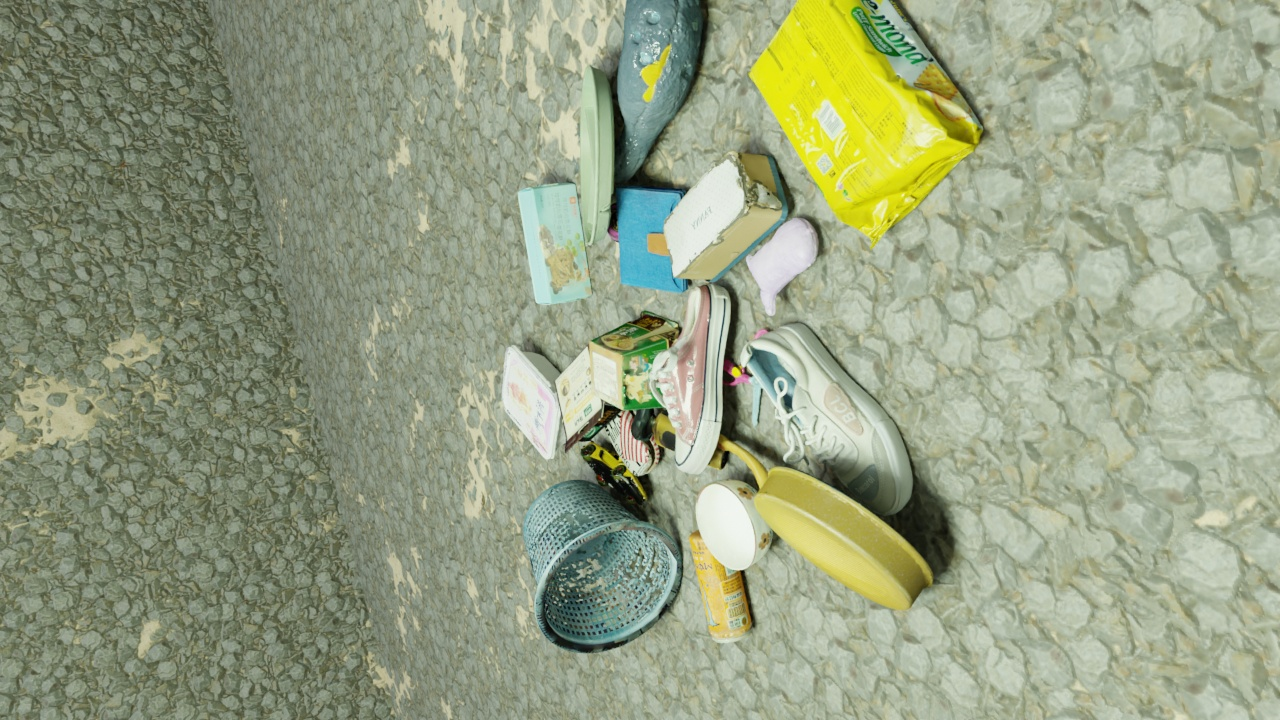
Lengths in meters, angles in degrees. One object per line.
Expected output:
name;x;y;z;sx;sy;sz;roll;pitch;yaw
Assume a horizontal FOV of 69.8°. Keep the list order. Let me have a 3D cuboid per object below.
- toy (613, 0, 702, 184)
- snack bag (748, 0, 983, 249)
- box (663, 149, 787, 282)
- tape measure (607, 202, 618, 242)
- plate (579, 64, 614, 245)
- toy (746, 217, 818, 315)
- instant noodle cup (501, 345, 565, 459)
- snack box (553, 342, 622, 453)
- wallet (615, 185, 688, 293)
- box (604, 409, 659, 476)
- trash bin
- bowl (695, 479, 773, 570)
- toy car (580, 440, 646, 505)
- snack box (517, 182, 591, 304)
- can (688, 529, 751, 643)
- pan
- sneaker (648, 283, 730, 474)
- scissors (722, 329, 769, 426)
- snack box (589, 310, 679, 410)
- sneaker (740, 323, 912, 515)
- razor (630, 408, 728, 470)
toy;0.014;-0.368;1.078;0.138;0.091;0.357;-129;41;-51
snack bag;0.200;-0.245;0.871;0.246;0.068;0.158;62;145;17
box;0.090;-0.160;1.060;0.185;0.062;0.089;-40;56;56
tape measure;-0.018;-0.188;1.239;0.058;0.039;0.057;-25;85;51
plate;-0.058;-0.266;1.198;0.230;0.027;0.230;177;91;-81
toy;0.157;-0.110;1.009;0.108;0.038;0.083;-45;53;46
instant noodle cup;-0.164;0.063;1.533;0.173;0.060;0.138;42;134;38
snack box;-0.075;0.056;1.331;0.114;0.053;0.125;-45;51;43
wallet;0.016;-0.156;1.180;0.106;0.040;0.133;12;117;32
box;-0.027;0.096;1.344;0.072;0.060;0.164;-48;55;25
trash bin;-0.080;0.288;1.382;0.195;0.226;0.227;-134;42;-55
bowl;0.128;0.200;1.153;0.113;0.062;0.113;29;126;49
toy car;-0.037;0.171;1.394;0.156;0.041;0.071;26;150;53
snack box;-0.127;-0.174;1.372;0.052;0.074;0.175;6;108;55
can;0.107;0.297;1.225;0.058;0.058;0.146;-8;96;57
pan;0.173;0.157;1.022;0.198;0.078;0.358;48;163;-32
sneaker;0.053;0.023;1.135;0.118;0.087;0.241;-134;49;-71
scissors;0.139;0.019;1.111;0.133;0.017;0.134;30;125;42
snack box;-0.007;0.007;1.238;0.118;0.105;0.118;24;121;51
sneaker;0.192;0.064;0.981;0.242;0.090;0.090;57;144;24
razor;0.051;0.106;1.234;0.168;0.067;0.062;23;122;43
